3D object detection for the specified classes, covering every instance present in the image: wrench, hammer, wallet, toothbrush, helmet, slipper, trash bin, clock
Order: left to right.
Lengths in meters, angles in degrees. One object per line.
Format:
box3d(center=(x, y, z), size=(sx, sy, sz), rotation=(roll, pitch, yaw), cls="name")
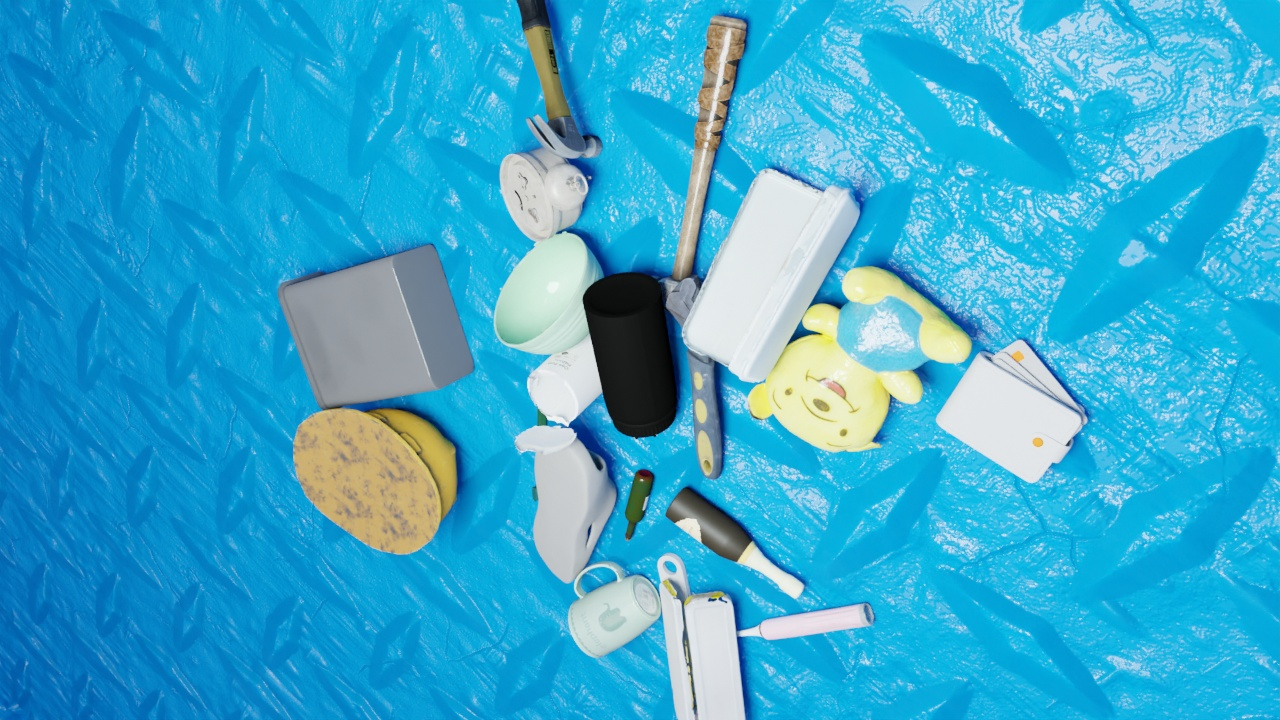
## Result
box3d(center=(-0.360, -0.042, 1.249), size=(0.220, 0.097, 0.192), rotation=(-10, 103, 31), cls="trash bin")
box3d(center=(-0.345, 0.148, 1.289), size=(0.256, 0.131, 0.205), rotation=(15, 114, 26), cls="helmet")
box3d(center=(-0.117, -0.381, 0.983), size=(0.025, 0.117, 0.333), rotation=(-11, 97, 28), cls="hammer")
box3d(center=(-0.134, 0.104, 1.220), size=(0.016, 0.017, 0.190), rotation=(14, 115, 25), cls="toothbrush")
box3d(center=(-0.098, -0.194, 1.041), size=(0.157, 0.061, 0.103), rotation=(5, 119, 56), cls="clock")
box3d(center=(-0.079, 0.183, 1.194), size=(0.113, 0.080, 0.266), rotation=(43, 141, 34), cls="slipper")
box3d(center=(0.074, 0.379, 1.205), size=(0.087, 0.018, 0.273), rotation=(-4, 105, 31), cls="wrench")
box3d(center=(0.063, -0.198, 0.979), size=(0.121, 0.048, 0.319), rotation=(21, 116, 25), cls="hammer")
box3d(center=(0.070, 0.027, 1.033), size=(0.073, 0.022, 0.274), rotation=(17, 131, 32), cls="wrench")
box3d(center=(0.179, 0.325, 1.119), size=(0.223, 0.027, 0.026), rotation=(-22, 82, 35), cls="toothbrush")
box3d(center=(0.370, 0.045, 0.897), size=(0.118, 0.037, 0.115), rotation=(34, 122, 19), cls="wallet")

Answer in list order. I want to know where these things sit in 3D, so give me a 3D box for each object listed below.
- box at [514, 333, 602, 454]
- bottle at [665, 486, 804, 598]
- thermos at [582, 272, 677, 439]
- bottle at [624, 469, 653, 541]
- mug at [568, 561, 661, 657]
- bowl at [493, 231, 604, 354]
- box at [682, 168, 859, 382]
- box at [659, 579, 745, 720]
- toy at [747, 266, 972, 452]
box3d(center=(-0.091, 0.040, 1.086), size=(0.083, 0.165, 0.092), rotation=(17, 129, 28), cls="box")
box3d(center=(0.116, 0.223, 1.103), size=(0.184, 0.045, 0.045), rotation=(35, 122, 15), cls="bottle")
box3d(center=(-0.006, 0.006, 1.045), size=(0.086, 0.085, 0.199), rotation=(12, 133, 26), cls="thermos")
box3d(center=(-0.006, 0.188, 1.173), size=(0.025, 0.025, 0.106), rotation=(24, 118, 20), cls="bottle")
box3d(center=(-0.039, 0.319, 1.208), size=(0.104, 0.084, 0.111), rotation=(-36, 82, 24), cls="mug")
box3d(center=(-0.095, -0.067, 1.078), size=(0.151, 0.150, 0.077), rotation=(-22, 139, 34), cls="bowl")
box3d(center=(0.114, -0.092, 0.922), size=(0.127, 0.106, 0.215), rotation=(33, 96, 25), cls="box")
box3d(center=(0.073, 0.385, 1.166), size=(0.117, 0.057, 0.210), rotation=(3, 108, 36), cls="box")
box3d(center=(0.221, 0.007, 0.941), size=(0.149, 0.083, 0.215), rotation=(41, 125, 12), cls="toy")
